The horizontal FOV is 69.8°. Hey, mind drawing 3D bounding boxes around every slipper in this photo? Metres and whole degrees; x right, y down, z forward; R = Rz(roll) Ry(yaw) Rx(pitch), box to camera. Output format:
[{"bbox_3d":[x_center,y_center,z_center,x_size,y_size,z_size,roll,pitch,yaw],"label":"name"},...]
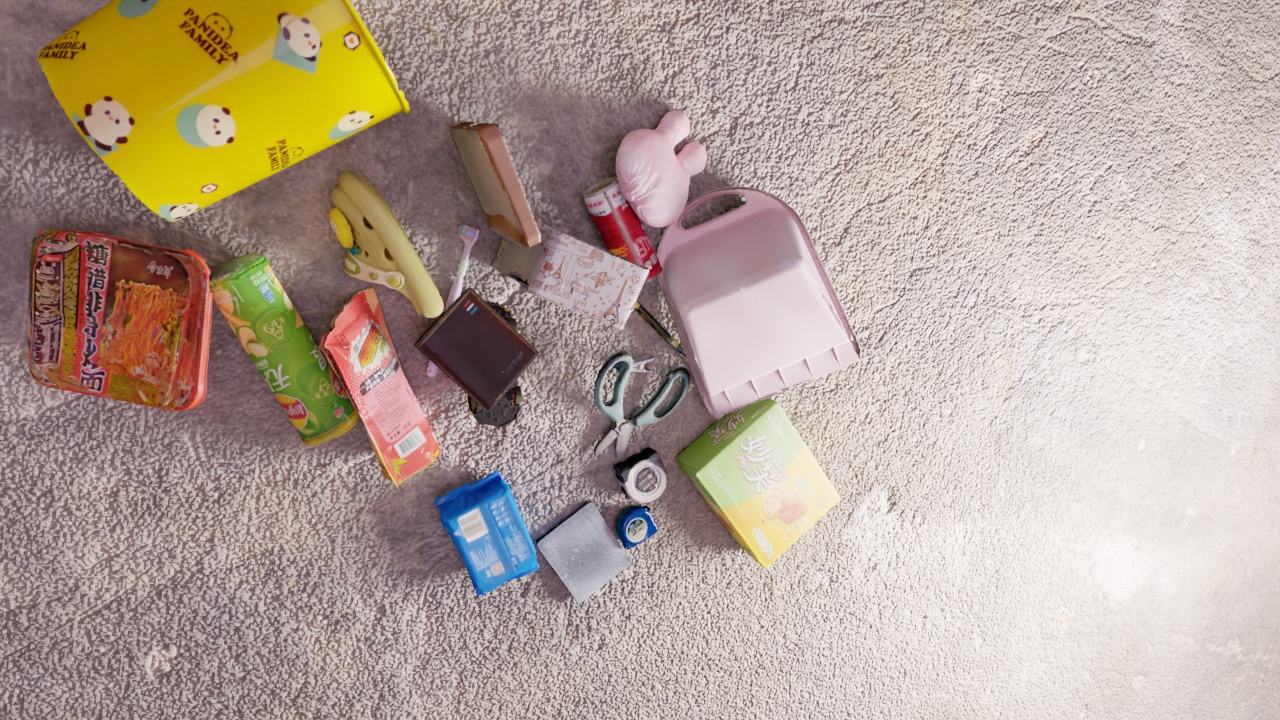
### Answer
[{"bbox_3d":[-0.294,-0.117,1.029,0.081,0.091,0.190,-34,118,-10],"label":"slipper"}]

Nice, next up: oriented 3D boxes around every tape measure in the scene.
[{"bbox_3d":[0.002,0.161,1.263,0.065,0.033,0.066,-24,110,-15],"label":"tape measure"},{"bbox_3d":[-0.008,0.230,1.281,0.058,0.025,0.054,-32,113,-23],"label":"tape measure"}]

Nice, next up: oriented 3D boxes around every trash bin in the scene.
[{"bbox_3d":[-0.391,-0.276,0.877,0.255,0.229,0.230,-33,114,-7],"label":"trash bin"}]

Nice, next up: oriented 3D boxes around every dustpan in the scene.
[{"bbox_3d":[0.147,-0.086,1.219,0.223,0.138,0.273,-20,133,8],"label":"dustpan"}]

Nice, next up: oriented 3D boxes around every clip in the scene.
[{"bbox_3d":[-0.007,0.006,1.224,0.057,0.025,0.030,-4,109,-28],"label":"clip"}]

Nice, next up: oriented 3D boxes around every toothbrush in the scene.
[{"bbox_3d":[0.036,-0.027,1.241,0.017,0.012,0.186,-43,117,4],"label":"toothbrush"},{"bbox_3d":[-0.229,-0.069,1.108,0.021,0.029,0.189,1,107,-62],"label":"toothbrush"}]

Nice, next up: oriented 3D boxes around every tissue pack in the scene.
[{"bbox_3d":[-0.195,0.223,1.181,0.095,0.052,0.157,-25,112,-14],"label":"tissue pack"}]

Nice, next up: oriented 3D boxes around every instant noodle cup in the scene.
[{"bbox_3d":[-0.514,-0.044,0.930,0.189,0.079,0.164,11,101,4],"label":"instant noodle cup"}]

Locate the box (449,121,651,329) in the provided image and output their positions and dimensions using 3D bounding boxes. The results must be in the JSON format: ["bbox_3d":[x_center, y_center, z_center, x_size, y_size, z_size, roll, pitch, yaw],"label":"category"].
[{"bbox_3d":[-0.123,-0.149,1.046,0.124,0.179,0.274,-46,117,-5],"label":"box"}]

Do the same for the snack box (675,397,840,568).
[{"bbox_3d":[0.171,0.172,1.321,0.157,0.070,0.210,-40,116,-9],"label":"snack box"}]

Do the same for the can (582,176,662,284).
[{"bbox_3d":[-0.023,-0.161,1.156,0.053,0.053,0.133,-33,114,-13],"label":"can"}]

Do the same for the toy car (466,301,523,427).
[{"bbox_3d":[-0.186,0.006,1.133,0.071,0.041,0.156,-8,102,-19],"label":"toy car"}]

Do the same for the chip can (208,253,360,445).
[{"bbox_3d":[-0.396,-0.012,1.018,0.072,0.072,0.221,-31,113,-14],"label":"chip can"}]

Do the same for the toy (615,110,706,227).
[{"bbox_3d":[0.028,-0.240,1.145,0.159,0.054,0.121,-50,120,-36],"label":"toy"}]

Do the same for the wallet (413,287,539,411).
[{"bbox_3d":[-0.194,-0.013,1.095,0.096,0.020,0.122,-47,114,-7],"label":"wallet"}]

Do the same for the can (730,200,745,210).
[{"bbox_3d":[0.152,-0.140,1.237,0.058,0.058,0.147,-12,108,-21],"label":"can"}]

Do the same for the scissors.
[{"bbox_3d":[0.003,0.057,1.234,0.178,0.019,0.173,-13,122,-28],"label":"scissors"}]

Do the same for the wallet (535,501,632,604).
[{"bbox_3d":[-0.077,0.264,1.265,0.097,0.019,0.121,-36,114,-14],"label":"wallet"}]

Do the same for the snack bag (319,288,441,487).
[{"bbox_3d":[-0.300,0.034,1.057,0.073,0.128,0.208,-11,116,16],"label":"snack bag"}]
